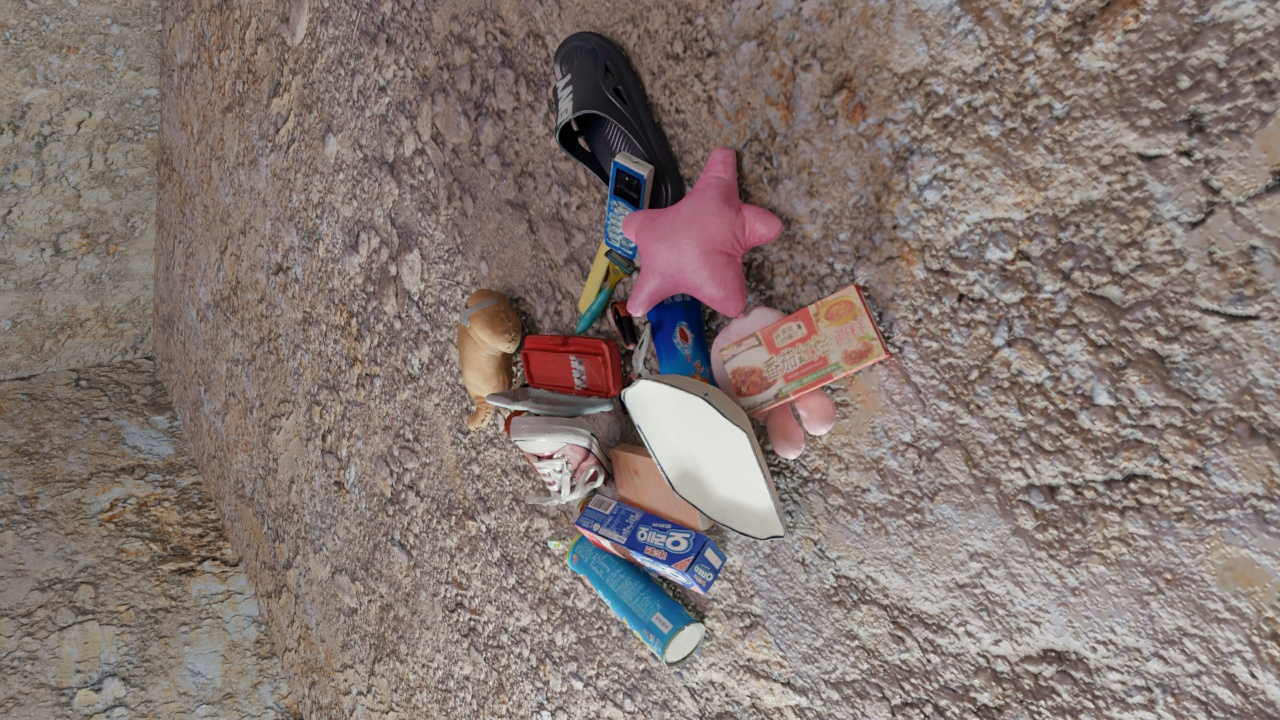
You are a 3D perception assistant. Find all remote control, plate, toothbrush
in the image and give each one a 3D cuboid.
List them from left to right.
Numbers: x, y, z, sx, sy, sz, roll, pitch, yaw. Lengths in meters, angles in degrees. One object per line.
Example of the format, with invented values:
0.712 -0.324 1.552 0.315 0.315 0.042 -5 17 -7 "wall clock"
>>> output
-0.073 0.295 1.325 0.190 0.029 0.020 19 74 46 "toothbrush"
-0.014 -0.176 1.048 0.049 0.024 0.125 31 139 20 "remote control"
0.076 0.100 0.976 0.162 0.034 0.266 16 147 37 "plate"

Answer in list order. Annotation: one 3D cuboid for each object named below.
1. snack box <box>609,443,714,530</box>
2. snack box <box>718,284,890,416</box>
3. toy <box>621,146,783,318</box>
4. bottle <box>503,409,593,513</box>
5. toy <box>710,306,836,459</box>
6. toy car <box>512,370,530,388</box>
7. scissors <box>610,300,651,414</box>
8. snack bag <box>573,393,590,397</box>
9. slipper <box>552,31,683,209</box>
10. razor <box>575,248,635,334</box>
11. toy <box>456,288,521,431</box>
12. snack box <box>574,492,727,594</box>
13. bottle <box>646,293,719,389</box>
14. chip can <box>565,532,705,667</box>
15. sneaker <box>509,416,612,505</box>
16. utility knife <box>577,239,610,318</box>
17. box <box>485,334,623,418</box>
0.024 0.156 1.149 0.157 0.026 0.084 7 113 51 "snack box"
0.157 -0.008 0.895 0.153 0.025 0.075 -27 79 25 "snack box"
0.058 -0.113 0.974 0.195 0.074 0.178 -35 67 21 "toy"
-0.119 0.151 1.310 0.206 0.059 0.060 48 134 25 "bottle"
0.137 0.022 0.954 0.122 0.054 0.159 -46 64 39 "toy"
-0.162 0.036 1.340 0.091 0.042 0.035 -52 38 39 "toy car"
-0.007 0.004 1.104 0.224 0.015 0.189 -116 23 -55 "scissors"
-0.097 0.022 1.268 0.105 0.026 0.045 36 125 38 "snack bag"
-0.044 -0.273 1.071 0.111 0.083 0.268 -45 68 48 "slipper"
-0.050 -0.082 1.173 0.043 0.028 0.133 39 126 9 "razor"
-0.235 -0.002 1.389 0.143 0.082 0.226 57 142 43 "toy"
0.009 0.225 1.148 0.208 0.057 0.058 12 148 45 "snack box"
0.039 -0.045 1.038 0.065 0.065 0.218 -30 67 51 "bottle"
-0.010 0.307 1.208 0.210 0.071 0.071 36 127 39 "chip can"
-0.095 0.135 1.150 0.118 0.241 0.087 -1 68 16 "sneaker"
-0.052 -0.116 1.176 0.031 0.019 0.179 49 140 25 "utility knife"
-0.117 0.018 1.187 0.201 0.100 0.095 5 104 51 "box"
